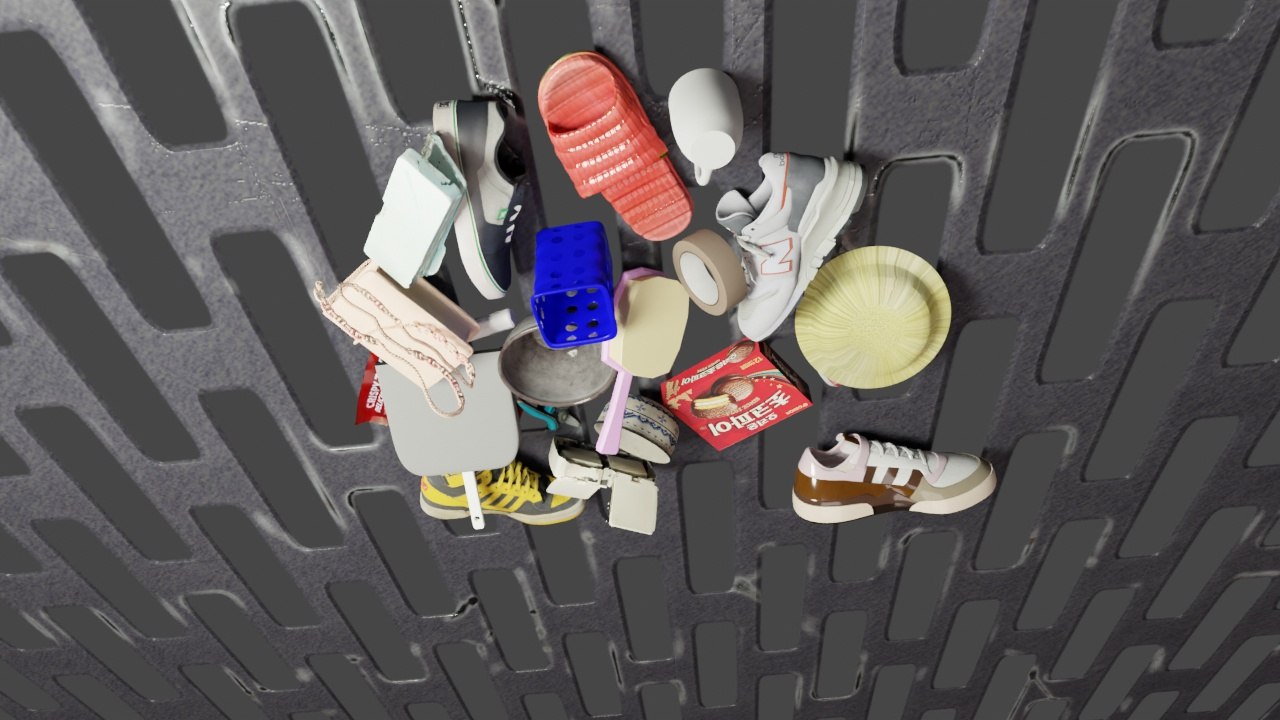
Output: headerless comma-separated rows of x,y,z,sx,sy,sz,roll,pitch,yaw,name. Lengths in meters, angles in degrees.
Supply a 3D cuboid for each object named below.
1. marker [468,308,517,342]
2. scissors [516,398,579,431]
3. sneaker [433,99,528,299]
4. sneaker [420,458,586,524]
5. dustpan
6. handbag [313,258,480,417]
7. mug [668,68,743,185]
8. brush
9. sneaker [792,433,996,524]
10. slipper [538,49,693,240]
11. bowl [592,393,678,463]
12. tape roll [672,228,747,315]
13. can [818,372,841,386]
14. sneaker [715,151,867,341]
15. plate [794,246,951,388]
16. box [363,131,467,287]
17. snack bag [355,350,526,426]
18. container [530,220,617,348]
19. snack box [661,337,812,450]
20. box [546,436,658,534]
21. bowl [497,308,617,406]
-0.213,-0.035,1.132,0.126,0.025,0.025,-17,135,14,marker
-0.123,0.070,1.223,0.019,0.134,0.130,26,129,32,scissors
-0.151,-0.162,0.963,0.079,0.084,0.236,-5,133,1,sneaker
-0.194,0.165,1.301,0.238,0.085,0.122,1,135,-7,sneaker
-0.234,0.110,1.193,0.163,0.033,0.258,-7,109,3,dustpan
-0.293,-0.016,1.025,0.117,0.186,0.198,-36,116,28,handbag
0.065,-0.218,0.909,0.071,0.089,0.107,0,136,-4,mug
-0.006,0.006,1.082,0.089,0.043,0.229,9,99,-36,brush
0.364,0.150,1.324,0.294,0.111,0.116,-6,116,3,sneaker
-0.021,-0.202,0.944,0.104,0.059,0.249,-22,135,18,slipper
0.000,0.085,1.227,0.115,0.059,0.116,23,161,8,bowl
0.077,-0.098,1.021,0.030,0.094,0.094,-33,140,-20,tape roll
0.274,-0.010,1.168,0.097,0.054,0.054,-34,129,28,can
0.137,-0.135,1.014,0.124,0.088,0.240,20,123,-17,sneaker
0.280,-0.042,1.096,0.184,0.036,0.185,2,115,4,plate
-0.228,-0.143,0.932,0.072,0.086,0.199,-14,164,-30,box
-0.261,0.056,1.200,0.207,0.066,0.139,14,127,-16,snack bag
-0.073,-0.086,1.022,0.084,0.113,0.085,-8,136,5,container
0.129,0.045,1.230,0.152,0.035,0.132,-30,131,25,snack box
-0.054,0.176,1.245,0.143,0.181,0.081,14,101,-12,box
-0.101,-0.015,1.130,0.145,0.067,0.145,-2,137,-2,bowl
